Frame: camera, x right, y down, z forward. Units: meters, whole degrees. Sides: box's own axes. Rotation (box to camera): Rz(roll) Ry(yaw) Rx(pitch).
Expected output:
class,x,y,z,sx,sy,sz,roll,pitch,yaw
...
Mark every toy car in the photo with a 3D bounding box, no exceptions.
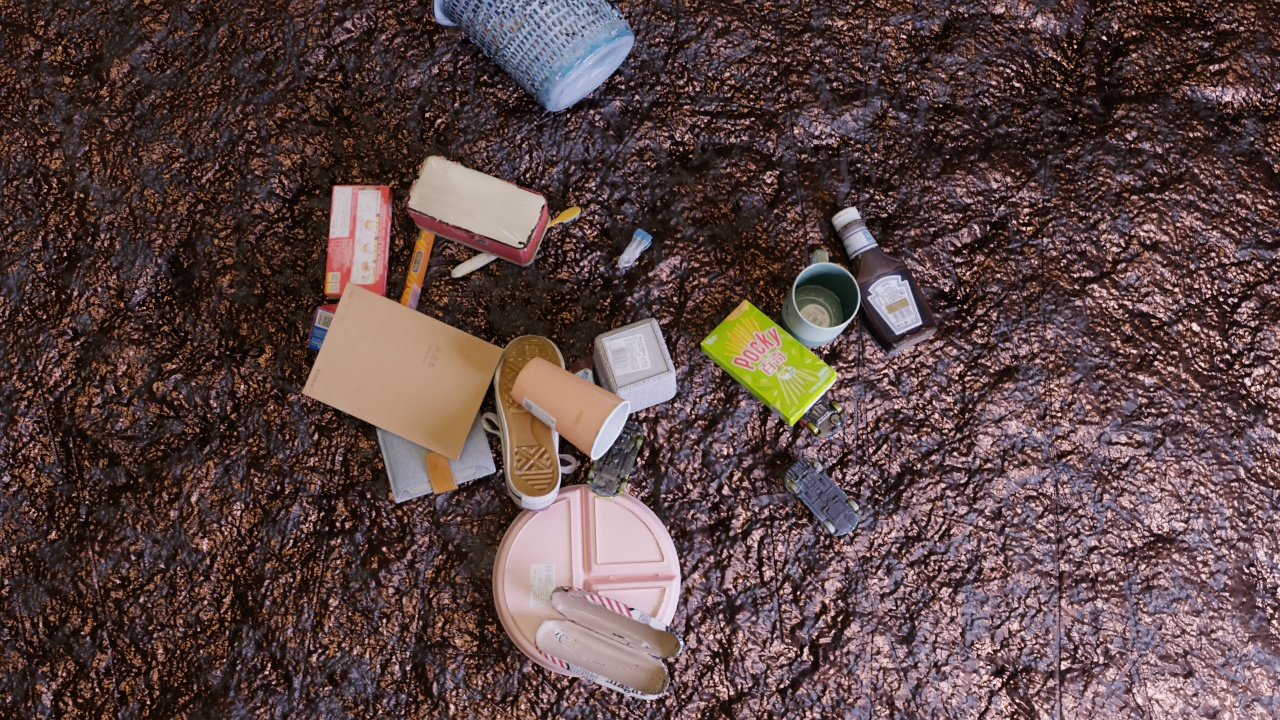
class,x,y,z,sx,sy,sz,roll,pitch,yaw
toy car,0.210,0.056,1.152,0.049,0.031,0.106,-43,70,-8
toy car,-0.031,0.123,1.135,0.048,0.032,0.105,19,65,4
toy car,0.223,0.168,1.128,0.049,0.031,0.105,-41,79,-8

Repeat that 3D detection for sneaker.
class,x,y,z,sx,sy,sz,roll,pitch,yaw
sneaker,-0.135,0.082,1.123,0.118,0.088,0.240,1,55,-12

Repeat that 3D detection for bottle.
class,x,y,z,sx,sy,sz,roll,pitch,yaw
bottle,0.306,-0.107,1.186,0.080,0.044,0.194,-24,77,-6

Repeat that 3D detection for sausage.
class,x,y,z,sx,sy,sz,roll,pitch,yaw
sausage,-0.292,-0.114,1.198,0.021,0.021,0.165,10,77,2

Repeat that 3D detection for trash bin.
class,x,y,z,sx,sy,sz,roll,pitch,yaw
trash bin,-0.123,-0.444,1.191,0.226,0.227,0.195,-39,93,-8

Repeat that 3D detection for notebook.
class,x,y,z,sx,sy,sz,roll,pitch,yaw
notebook,-0.289,0.013,1.115,0.211,0.012,0.149,23,94,4

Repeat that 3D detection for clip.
class,x,y,z,sx,sy,sz,roll,pitch,yaw
clip,-0.009,-0.145,1.208,0.025,0.036,0.057,34,75,5

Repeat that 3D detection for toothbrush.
class,x,y,z,sx,sy,sz,roll,pitch,yaw
toothbrush,-0.164,-0.155,1.212,0.191,0.018,0.016,-28,77,-4

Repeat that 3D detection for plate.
class,x,y,z,sx,sy,sz,roll,pitch,yaw
plate,-0.066,0.264,1.109,0.229,0.028,0.229,0,78,0

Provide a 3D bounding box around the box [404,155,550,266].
class,x,y,z,sx,sy,sz,roll,pitch,yaw
box,-0.206,-0.195,1.168,0.168,0.078,0.091,20,76,3

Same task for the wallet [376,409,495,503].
class,x,y,z,sx,sy,sz,roll,pitch,yaw
wallet,-0.254,0.112,1.139,0.129,0.037,0.106,-17,77,-3

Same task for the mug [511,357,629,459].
class,x,y,z,sx,sy,sz,roll,pitch,yaw
mug,-0.084,0.051,1.058,0.123,0.078,0.078,30,79,15

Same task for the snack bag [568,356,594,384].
class,x,y,z,sx,sy,sz,roll,pitch,yaw
snack bag,-0.070,0.050,1.155,0.026,0.045,0.105,5,73,-44

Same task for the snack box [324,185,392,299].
class,x,y,z,sx,sy,sz,roll,pitch,yaw
snack box,-0.369,-0.155,1.206,0.075,0.025,0.152,0,77,-1

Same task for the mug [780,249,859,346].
class,x,y,z,sx,sy,sz,roll,pitch,yaw
mug,0.221,-0.079,1.146,0.082,0.106,0.111,1,77,1

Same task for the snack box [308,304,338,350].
class,x,y,z,sx,sy,sz,roll,pitch,yaw
snack box,-0.306,-0.013,1.150,0.207,0.058,0.057,18,99,4

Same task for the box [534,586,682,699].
class,x,y,z,sx,sy,sz,roll,pitch,yaw
box,-0.038,0.324,1.042,0.162,0.076,0.086,21,51,2

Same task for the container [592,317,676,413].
class,x,y,z,sx,sy,sz,roll,pitch,yaw
container,-0.007,0.007,1.123,0.090,0.114,0.090,-19,78,-5

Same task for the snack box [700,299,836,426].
class,x,y,z,sx,sy,sz,roll,pitch,yaw
snack box,0.159,0.001,1.151,0.085,0.026,0.156,-43,66,-10
